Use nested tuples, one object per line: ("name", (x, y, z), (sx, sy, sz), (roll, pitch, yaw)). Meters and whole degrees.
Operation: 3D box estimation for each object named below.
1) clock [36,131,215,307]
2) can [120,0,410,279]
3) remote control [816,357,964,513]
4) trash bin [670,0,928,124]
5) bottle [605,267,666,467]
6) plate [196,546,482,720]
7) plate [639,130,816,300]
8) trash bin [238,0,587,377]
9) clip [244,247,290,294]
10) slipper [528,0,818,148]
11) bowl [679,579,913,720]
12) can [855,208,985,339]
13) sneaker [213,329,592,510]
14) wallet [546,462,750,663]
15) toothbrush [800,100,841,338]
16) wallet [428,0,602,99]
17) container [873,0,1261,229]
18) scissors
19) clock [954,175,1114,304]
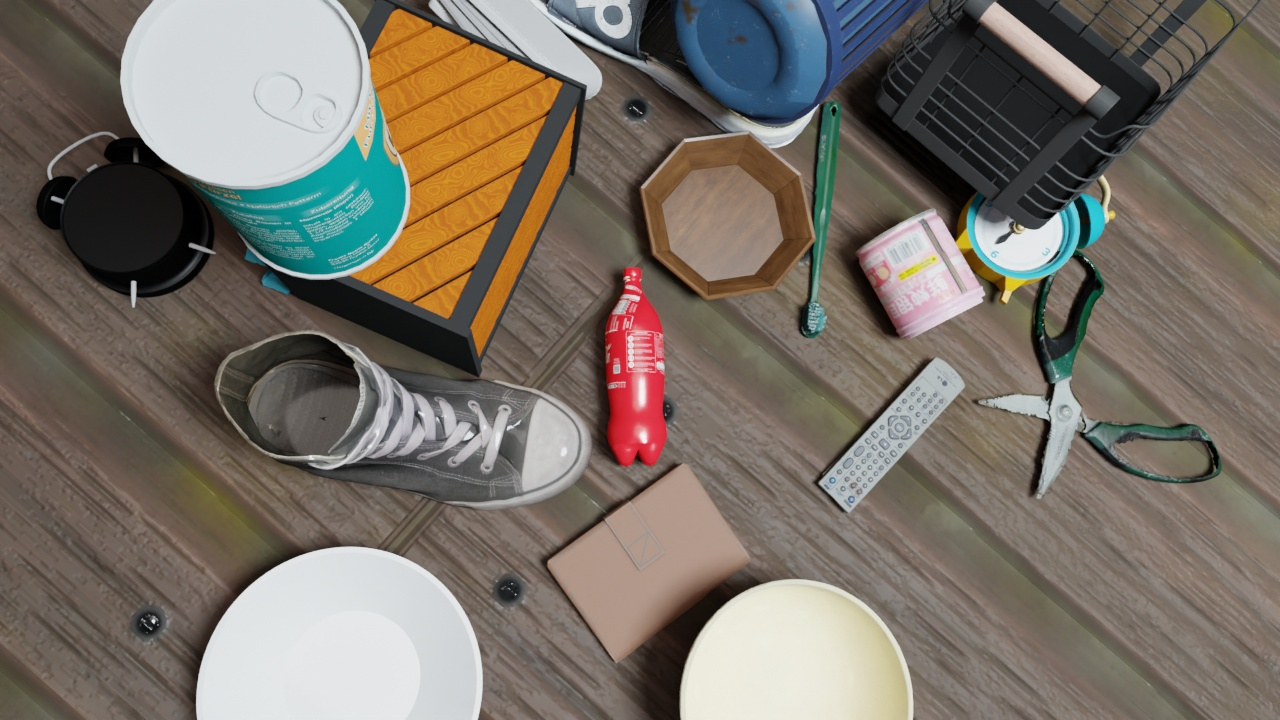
("clock", (-0.353, -0.101, 0.627), (0.091, 0.043, 0.120), (-37, 86, -12))
("can", (-0.173, -0.107, 0.453), (0.099, 0.144, 0.099), (1, 80, -7))
("remote control", (0.187, 0.053, 0.679), (0.033, 0.013, 0.136), (45, 78, 2))
("trash bin", (0.139, -0.279, 0.641), (0.139, 0.140, 0.248), (44, 64, 2))
("bottle", (-0.004, 0.004, 0.651), (0.042, 0.042, 0.141), (0, 80, -7))
("plate", (-0.190, 0.209, 0.594), (0.174, 0.036, 0.174), (1, 80, -7))
("plate", (0.064, -0.106, 0.687), (0.131, 0.025, 0.131), (1, 80, -7))
("trash bin", (-0.138, -0.105, 0.604), (0.139, 0.140, 0.171), (24, 78, -2))
("clip", (-0.238, -0.100, 0.652), (0.030, 0.120, 0.130), (17, 55, -1))
("slipper", (0.025, -0.264, 0.694), (0.264, 0.063, 0.111), (36, 78, -2))
("bowl", (0.094, 0.220, 0.607), (0.150, 0.075, 0.150), (1, 80, -7))
("can", (0.205, -0.062, 0.675), (0.067, 0.067, 0.076), (-26, 83, -11))
("sneaker", (-0.144, 0.040, 0.589), (0.234, 0.120, 0.095), (15, 78, -7))
("wallet", (0.006, 0.140, 0.643), (0.121, 0.013, 0.087), (-35, 90, -11))
("toothbrush", (0.140, -0.110, 0.702), (0.016, 0.017, 0.189), (8, 79, -4))
("wallet", (-0.093, -0.227, 0.648), (0.118, 0.115, 0.038), (44, 116, 2))
("container", (0.306, -0.231, 0.655), (0.163, 0.130, 0.240), (44, 64, 9))
("scissors", (0.363, 0.024, 0.707), (0.206, 0.015, 0.201), (22, 78, -4))
("clock", (0.299, -0.111, 0.708), (0.099, 0.044, 0.129), (43, 86, 7))
